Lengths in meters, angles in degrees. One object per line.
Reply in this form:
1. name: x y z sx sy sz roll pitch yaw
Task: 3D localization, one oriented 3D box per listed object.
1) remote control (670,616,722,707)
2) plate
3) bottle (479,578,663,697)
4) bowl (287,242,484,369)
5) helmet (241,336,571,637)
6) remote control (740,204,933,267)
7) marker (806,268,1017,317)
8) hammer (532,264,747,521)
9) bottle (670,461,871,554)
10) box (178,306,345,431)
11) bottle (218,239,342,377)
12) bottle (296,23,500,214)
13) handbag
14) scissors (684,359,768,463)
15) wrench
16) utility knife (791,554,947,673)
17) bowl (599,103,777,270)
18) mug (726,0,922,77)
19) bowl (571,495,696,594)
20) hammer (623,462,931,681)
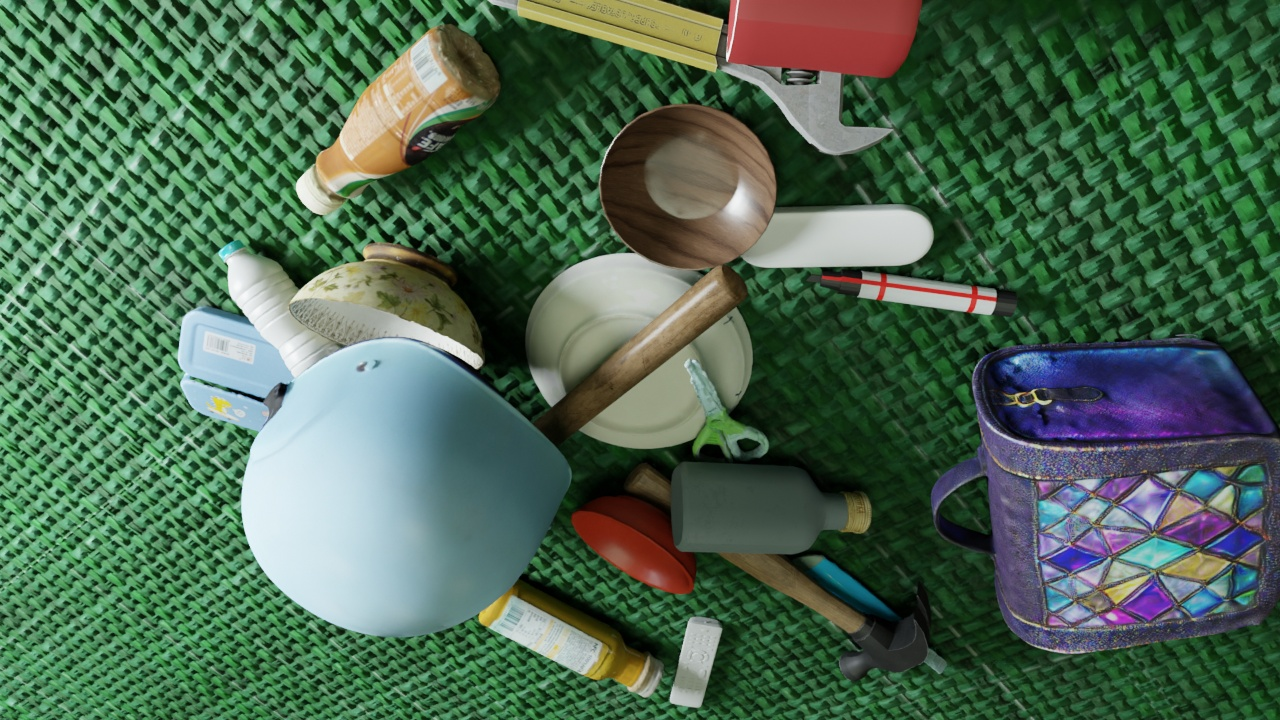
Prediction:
1. remote control: 0.055 0.305 0.926 0.033 0.012 0.131 9 125 0
2. plate: -0.004 0.004 0.718 0.182 0.034 0.183 4 125 6
3. bottle: -0.065 0.272 0.899 0.186 0.053 0.053 30 123 -11
4. bowl: -0.179 -0.044 0.679 0.145 0.063 0.145 12 164 3
5. helmet: -0.193 0.109 0.680 0.266 0.166 0.225 -22 120 42
6. remote control: 0.135 -0.087 0.646 0.136 0.013 0.043 0 124 9
7. marker: 0.193 -0.050 0.658 0.145 0.019 0.019 8 125 4
8. hammer: -0.041 0.030 0.698 0.129 0.040 0.323 43 124 -12
9. bottle: 0.108 0.122 0.753 0.161 0.072 0.046 4 156 -11
10. box: -0.290 0.034 0.784 0.209 0.039 0.127 17 124 0
11. bottle: -0.280 -0.034 0.722 0.044 0.044 0.136 -31 100 26
12. bottle: -0.171 -0.155 0.622 0.167 0.059 0.059 -31 114 26
13. handbag: 0.329 0.098 0.672 0.222 0.125 0.205 -9 122 16
14. scissors: 0.058 0.044 0.703 0.065 0.033 0.174 -9 144 12
15. wrench: 0.030 -0.197 0.572 0.273 0.018 0.083 16 97 0
16. utility knife: 0.218 0.235 0.849 0.198 0.015 0.031 41 125 -14
17. bowl: 0.033 -0.122 0.627 0.119 0.032 0.119 4 124 6
18. mug: 0.103 -0.225 0.519 0.096 0.080 0.116 6 89 1
19. bowl: 0.000 0.154 0.797 0.122 0.035 0.122 26 152 15
20. hammer: 0.120 0.181 0.807 0.305 0.040 0.133 34 135 -9
